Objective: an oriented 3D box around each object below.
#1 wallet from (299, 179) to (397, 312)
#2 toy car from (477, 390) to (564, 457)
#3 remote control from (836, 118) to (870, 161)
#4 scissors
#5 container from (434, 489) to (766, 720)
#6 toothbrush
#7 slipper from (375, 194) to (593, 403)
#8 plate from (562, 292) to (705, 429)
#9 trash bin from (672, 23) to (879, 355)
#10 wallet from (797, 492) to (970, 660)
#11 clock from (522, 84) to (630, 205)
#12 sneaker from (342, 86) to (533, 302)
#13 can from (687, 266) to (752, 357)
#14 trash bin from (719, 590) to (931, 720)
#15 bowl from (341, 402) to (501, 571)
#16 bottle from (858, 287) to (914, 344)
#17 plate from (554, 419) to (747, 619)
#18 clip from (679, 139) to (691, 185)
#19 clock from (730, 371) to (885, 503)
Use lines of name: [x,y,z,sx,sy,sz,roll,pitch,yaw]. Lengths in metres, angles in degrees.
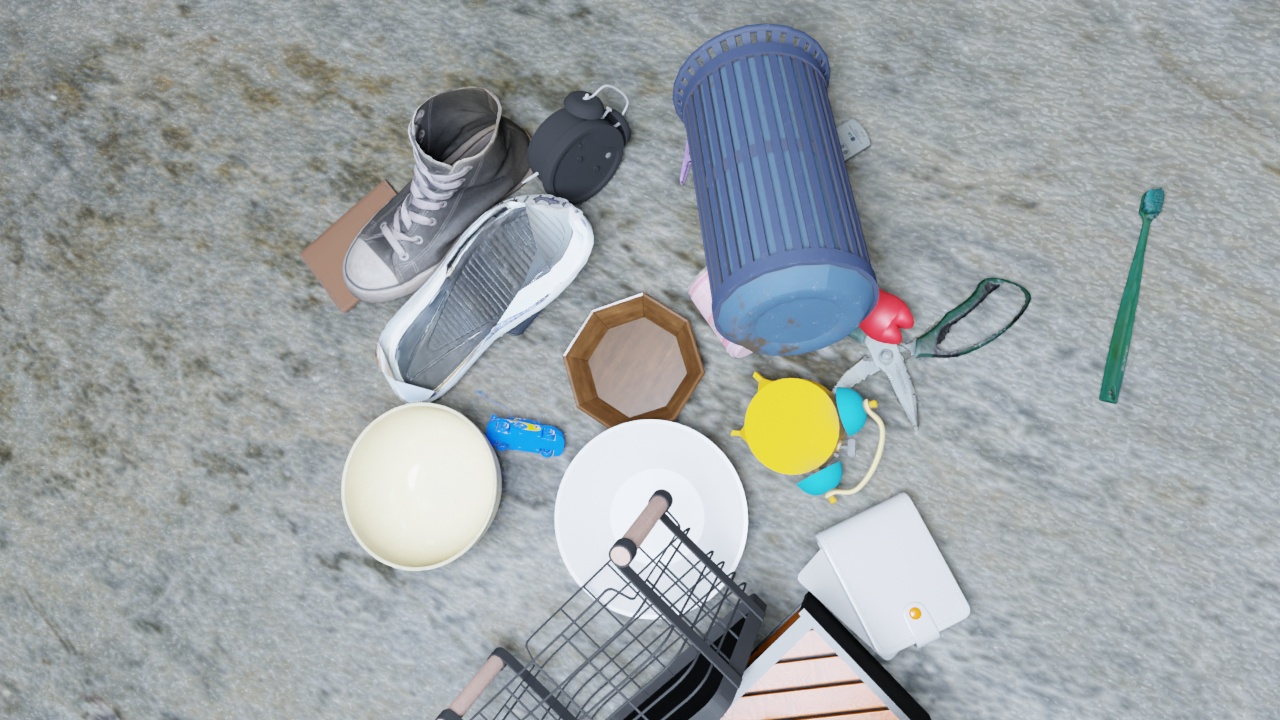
wallet: [-0.284,-0.118,0.943,0.121,0.013,0.087,-40,76,2]
toy car: [-0.116,0.056,0.879,0.092,0.033,0.061,8,42,-3]
remote control: [0.149,-0.178,0.856,0.136,0.013,0.033,-31,77,6]
scissors: [0.239,-0.044,0.818,0.206,0.015,0.201,-22,77,7]
container: [-0.028,0.238,0.722,0.130,0.162,0.242,44,112,3]
toothbrush: [0.417,-0.056,0.778,0.016,0.017,0.189,13,85,14]
slipper: [-0.148,-0.060,0.882,0.264,0.063,0.111,-42,77,17]
plate: [-0.006,0.005,0.858,0.131,0.025,0.131,-2,82,12]
trash bin: [0.109,-0.136,0.757,0.139,0.139,0.249,-12,61,10]
wallet: [0.200,0.190,0.776,0.115,0.037,0.118,-26,77,0]
clock: [-0.055,-0.205,0.867,0.042,0.091,0.121,46,107,25]
sneaker: [-0.205,-0.155,0.871,0.235,0.120,0.095,-39,76,1]
can: [0.089,-0.050,0.824,0.067,0.067,0.076,-35,76,5]
trash bin: [0.121,0.301,0.728,0.172,0.139,0.139,-45,76,3]
bowl: [-0.193,0.118,0.857,0.151,0.075,0.150,-2,81,12]
bottle: [0.174,-0.065,0.806,0.141,0.042,0.042,38,91,17]
plate: [0.011,0.142,0.828,0.174,0.036,0.174,-2,82,12]
clip: [0.050,-0.193,0.882,0.029,0.013,0.050,-6,78,10]
clock: [0.147,0.063,0.804,0.130,0.043,0.099,24,98,23]
